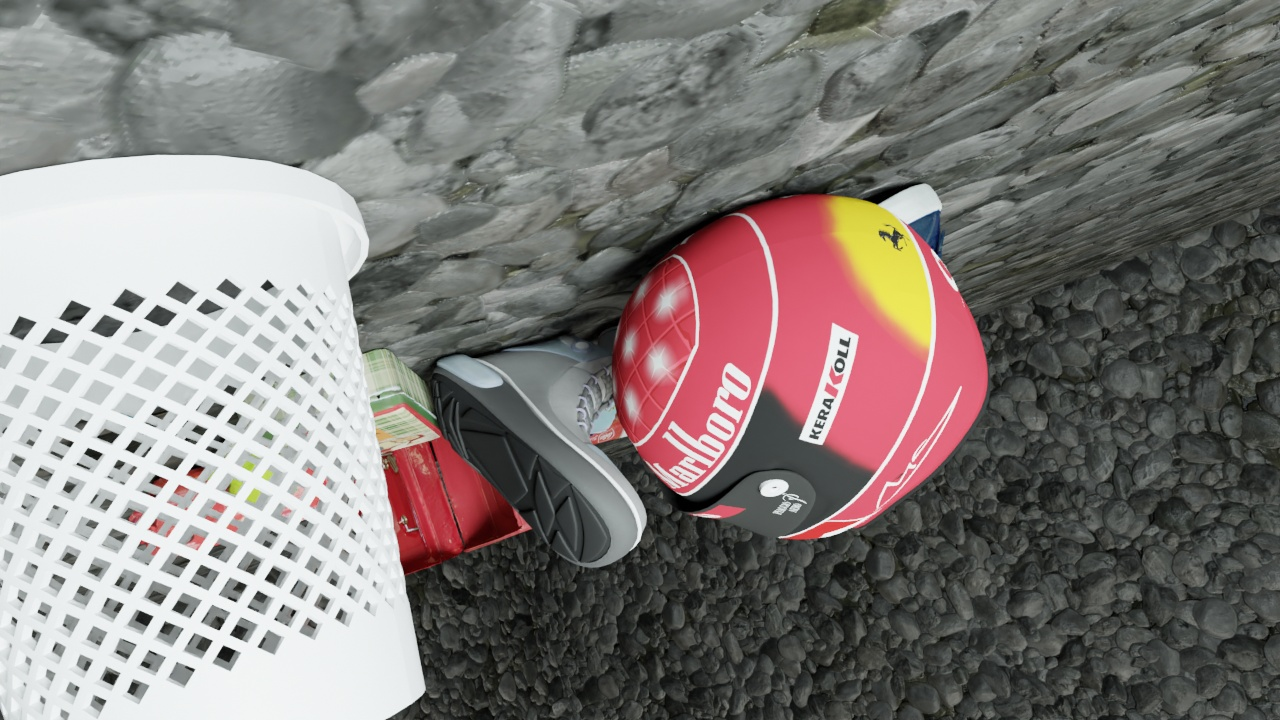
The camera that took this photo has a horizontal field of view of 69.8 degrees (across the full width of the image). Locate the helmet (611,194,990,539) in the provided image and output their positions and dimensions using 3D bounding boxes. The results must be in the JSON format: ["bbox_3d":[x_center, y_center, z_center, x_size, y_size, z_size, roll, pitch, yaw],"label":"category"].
[{"bbox_3d":[0.091,0.011,0.634,0.224,0.197,0.272,7,138,-21],"label":"helmet"}]

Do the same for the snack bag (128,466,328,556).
[{"bbox_3d":[-0.366,0.123,0.835,0.176,0.082,0.083,-15,171,-31],"label":"snack bag"}]

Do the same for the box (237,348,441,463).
[{"bbox_3d":[-0.228,0.045,0.723,0.117,0.050,0.206,-19,171,-8],"label":"box"}]

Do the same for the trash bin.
[{"bbox_3d":[-0.179,0.056,0.361,0.195,0.199,0.195,-19,172,-3],"label":"trash bin"}]

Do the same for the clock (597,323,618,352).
[{"bbox_3d":[-0.005,0.005,0.864,0.123,0.035,0.094,-15,144,42],"label":"clock"}]

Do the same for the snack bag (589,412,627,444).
[{"bbox_3d":[-0.101,0.082,1.169,0.224,0.077,0.041,-7,125,-48],"label":"snack bag"}]

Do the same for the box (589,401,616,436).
[{"bbox_3d":[-0.106,0.046,1.037,0.213,0.089,0.093,-4,126,-61],"label":"box"}]

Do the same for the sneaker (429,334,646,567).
[{"bbox_3d":[-0.043,0.049,0.705,0.160,0.093,0.257,-23,-146,-31],"label":"sneaker"}]

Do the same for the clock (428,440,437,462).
[{"bbox_3d":[-0.242,0.093,1.021,0.091,0.042,0.120,-23,171,24],"label":"clock"}]

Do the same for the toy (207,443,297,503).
[{"bbox_3d":[-0.324,0.093,0.773,0.094,0.036,0.093,-50,148,10],"label":"toy"}]

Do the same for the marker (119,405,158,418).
[{"bbox_3d":[-0.256,0.009,0.536,0.142,0.013,0.013,-21,172,18],"label":"marker"}]

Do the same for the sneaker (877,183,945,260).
[{"bbox_3d":[0.225,-0.054,0.788,0.121,0.127,0.294,-31,162,13],"label":"sneaker"}]

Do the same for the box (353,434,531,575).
[{"bbox_3d":[-0.170,0.104,0.880,0.165,0.157,0.151,-23,174,8],"label":"box"}]
